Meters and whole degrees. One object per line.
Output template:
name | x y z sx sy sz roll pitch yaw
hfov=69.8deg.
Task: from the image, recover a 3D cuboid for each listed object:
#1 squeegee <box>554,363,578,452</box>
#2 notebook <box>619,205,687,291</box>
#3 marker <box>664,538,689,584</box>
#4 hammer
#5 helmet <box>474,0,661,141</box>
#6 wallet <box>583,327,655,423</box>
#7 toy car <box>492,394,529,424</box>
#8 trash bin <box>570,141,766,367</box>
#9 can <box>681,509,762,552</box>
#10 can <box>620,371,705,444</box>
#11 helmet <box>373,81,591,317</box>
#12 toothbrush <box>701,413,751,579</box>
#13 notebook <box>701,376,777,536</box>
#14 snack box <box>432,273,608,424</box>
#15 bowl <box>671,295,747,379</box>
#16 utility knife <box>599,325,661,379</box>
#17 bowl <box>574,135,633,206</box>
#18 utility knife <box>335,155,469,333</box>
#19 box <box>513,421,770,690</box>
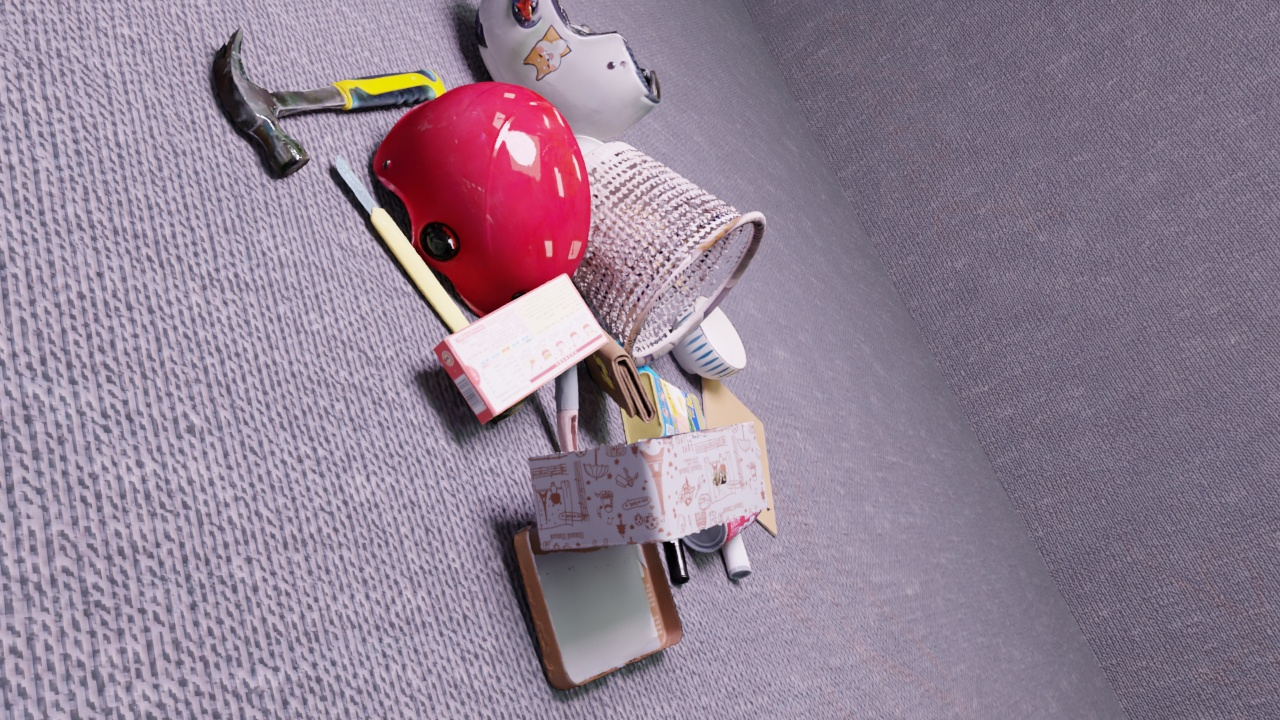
squeegee | -0.063 0.054 0.872 0.247 0.040 0.249 1 77 -57
notebook | -0.013 -0.198 1.330 0.211 0.012 0.149 32 34 -45
marker | 0.031 0.172 0.965 0.022 0.020 0.131 49 23 -51
hammer | -0.279 -0.257 0.877 0.126 0.032 0.322 55 25 -7
helmet | -0.111 -0.381 1.184 0.274 0.157 0.229 39 11 4
wallet | -0.028 0.010 0.950 0.115 0.033 0.090 40 -23 58
toy car | -0.122 0.004 0.855 0.070 0.042 0.157 54 22 -9
trash bin | -0.001 -0.135 1.051 0.192 0.228 0.227 43 22 14
can | 0.089 0.162 1.004 0.093 0.067 0.066 -21 80 -52
can | 0.025 0.071 1.030 0.083 0.057 0.102 30 36 -41
helmet | -0.125 -0.165 0.897 0.206 0.144 0.240 -35 99 -55
toothbrush | 0.089 0.152 1.088 0.027 0.026 0.220 97 -18 -54
notebook | 0.131 0.118 1.228 0.148 0.008 0.207 43 28 -30
snack box | -0.100 -0.014 0.806 0.155 0.027 0.077 -35 93 -45
bowl | 0.083 -0.022 1.233 0.116 0.066 0.116 42 29 -29
utility knife | -0.006 0.006 1.093 0.204 0.018 0.034 44 28 -24
bowl | -0.068 -0.220 1.169 0.118 0.118 0.064 47 64 -23
utility knife | -0.211 -0.099 0.831 0.206 0.021 0.030 60 21 -12
box | 0.007 0.161 0.758 0.182 0.157 0.193 -2 80 -55
